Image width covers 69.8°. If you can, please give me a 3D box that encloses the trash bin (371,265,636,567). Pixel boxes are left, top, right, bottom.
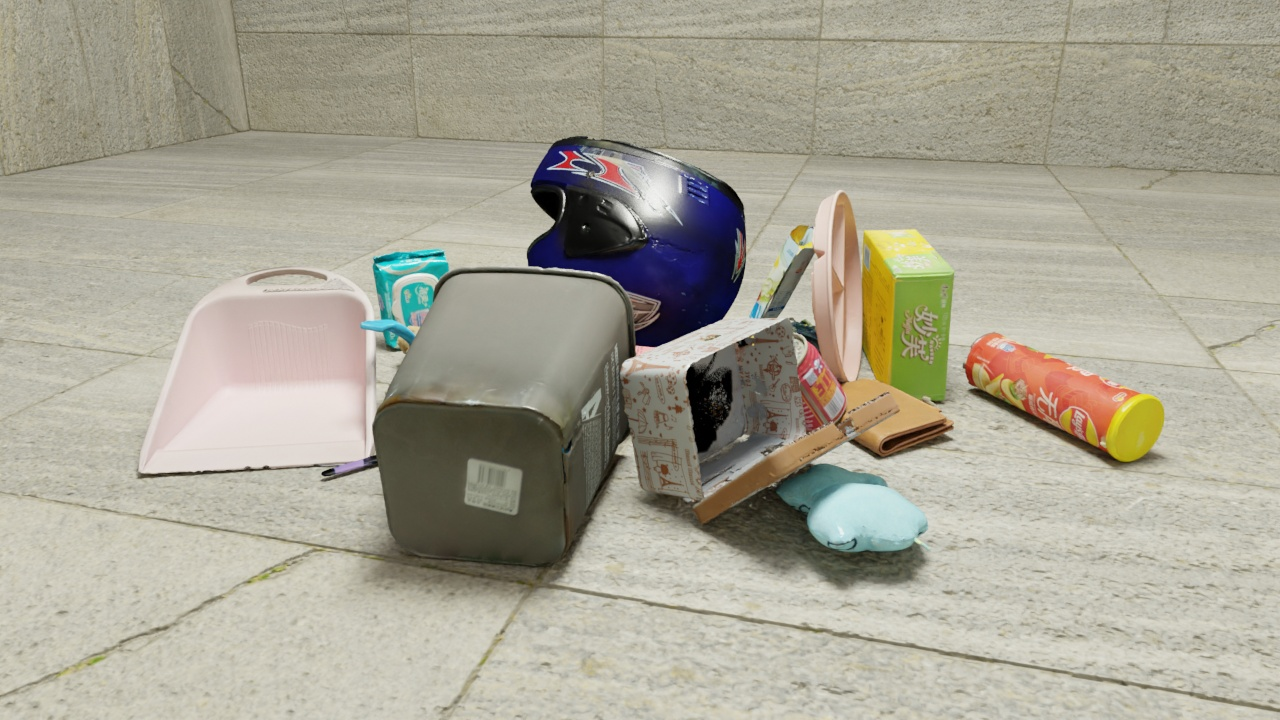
[{"bbox_3d":[-0.114,0.048,0.803,0.199,0.199,0.219,3,28,6],"label":"trash bin"}]

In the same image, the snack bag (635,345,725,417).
[{"bbox_3d":[-0.006,0.006,0.993,0.208,0.073,0.128,13,-6,2],"label":"snack bag"}]

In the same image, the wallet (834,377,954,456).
[{"bbox_3d":[0.253,0.056,0.988,0.107,0.031,0.132,-14,25,-25],"label":"wallet"}]

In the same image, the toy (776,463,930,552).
[{"bbox_3d":[0.183,0.126,0.782,0.156,0.050,0.161,10,14,42],"label":"toy"}]

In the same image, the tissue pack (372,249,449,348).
[{"bbox_3d":[-0.296,-0.083,1.202,0.093,0.134,0.050,-11,28,-19],"label":"tissue pack"}]

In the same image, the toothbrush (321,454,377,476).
[{"bbox_3d":[-0.228,0.086,0.923,0.188,0.017,0.014,-15,41,-35],"label":"toothbrush"}]

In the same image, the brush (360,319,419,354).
[{"bbox_3d":[-0.266,-0.028,1.063,0.083,0.046,0.254,10,-4,5],"label":"brush"}]

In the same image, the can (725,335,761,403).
[{"bbox_3d":[0.123,0.010,1.033,0.057,0.083,0.102,-8,23,-19],"label":"can"}]

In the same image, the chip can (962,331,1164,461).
[{"bbox_3d":[0.451,0.034,0.994,0.073,0.073,0.216,-8,22,-21],"label":"chip can"}]

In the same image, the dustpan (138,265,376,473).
[{"bbox_3d":[-0.396,-0.001,0.980,0.222,0.139,0.273,-3,21,-11],"label":"dustpan"}]

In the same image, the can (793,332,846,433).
[{"bbox_3d":[0.167,0.023,0.959,0.067,0.094,0.066,-26,36,20],"label":"can"}]

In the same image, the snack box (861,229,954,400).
[{"bbox_3d":[0.318,-0.061,1.116,0.070,0.158,0.209,-1,21,4],"label":"snack box"}]

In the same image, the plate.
[{"bbox_3d":[0.234,-0.084,1.085,0.028,0.230,0.228,-3,19,22],"label":"plate"}]

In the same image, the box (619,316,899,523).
[{"bbox_3d":[0.113,0.053,0.820,0.188,0.155,0.182,0,17,43],"label":"box"}]

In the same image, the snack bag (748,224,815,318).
[{"bbox_3d":[0.158,-0.069,1.109,0.039,0.191,0.110,25,29,0],"label":"snack bag"}]

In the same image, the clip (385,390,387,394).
[{"bbox_3d":[-0.237,0.043,1.020,0.071,0.035,0.099,15,17,35],"label":"clip"}]

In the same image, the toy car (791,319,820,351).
[{"bbox_3d":[0.227,-0.028,1.202,0.091,0.034,0.042,21,27,38],"label":"toy car"}]

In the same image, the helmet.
[{"bbox_3d":[-0.027,-0.130,1.168,0.316,0.240,0.247,21,-10,27],"label":"helmet"}]
